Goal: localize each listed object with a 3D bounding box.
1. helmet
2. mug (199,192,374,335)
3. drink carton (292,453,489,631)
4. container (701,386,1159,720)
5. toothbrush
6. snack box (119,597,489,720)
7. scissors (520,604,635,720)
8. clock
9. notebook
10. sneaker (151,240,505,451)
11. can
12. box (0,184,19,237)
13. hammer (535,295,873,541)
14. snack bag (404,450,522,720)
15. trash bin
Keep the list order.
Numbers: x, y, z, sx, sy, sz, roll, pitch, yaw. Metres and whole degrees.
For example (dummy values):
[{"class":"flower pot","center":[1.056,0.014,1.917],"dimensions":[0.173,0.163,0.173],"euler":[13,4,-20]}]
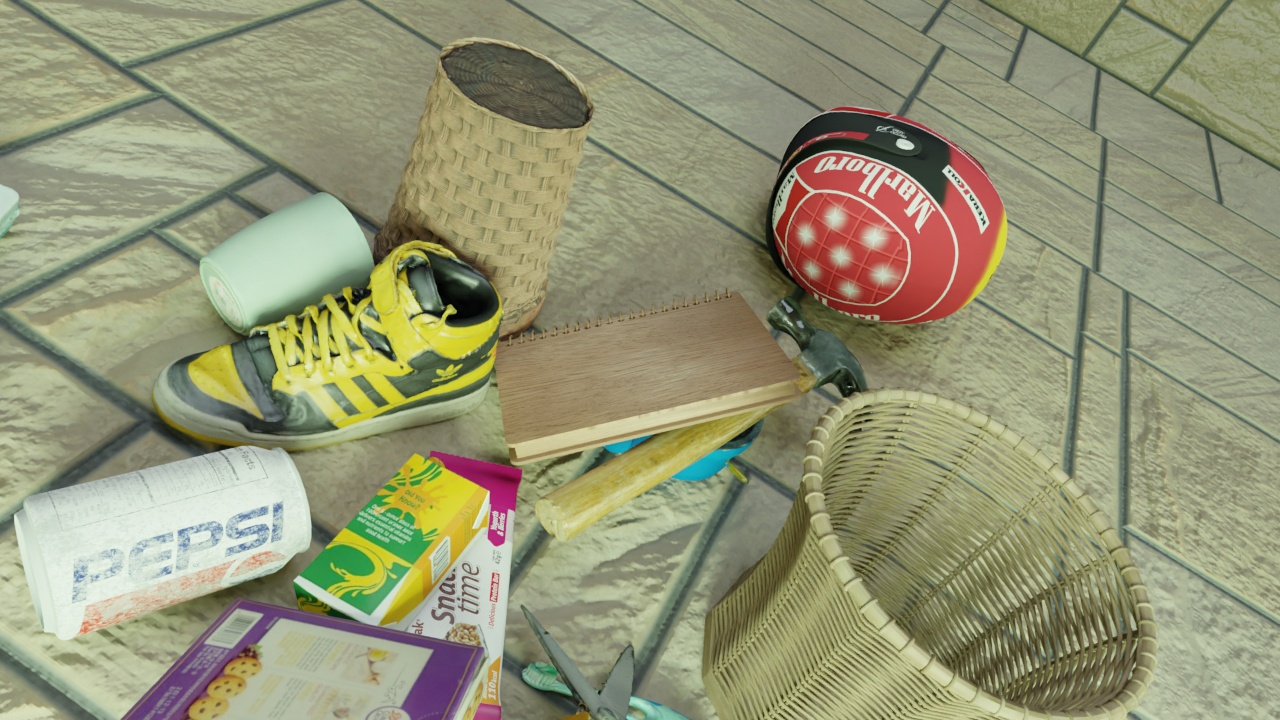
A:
[{"class":"helmet","center":[0.244,-0.151,0.971],"dimensions":[0.271,0.198,0.223],"euler":[33,40,19]},{"class":"mug","center":[-0.277,-0.073,0.698],"dimensions":[0.111,0.084,0.103],"euler":[23,44,39]},{"class":"drink carton","center":[-0.149,0.117,0.573],"dimensions":[0.058,0.041,0.122],"euler":[24,46,14]},{"class":"container","center":[0.164,0.164,0.593],"dimensions":[0.226,0.197,0.226],"euler":[15,42,-14]},{"class":"toothbrush","center":[-0.011,0.219,0.578],"dimensions":[0.135,0.017,0.022],"euler":[23,37,-5]},{"class":"snack box","center":[-0.165,0.183,0.447],"dimensions":[0.148,0.041,0.143],"euler":[10,18,4]},{"class":"scissors","center":[-0.021,0.212,0.502],"dimensions":[0.225,0.016,0.225],"euler":[40,15,35]},{"class":"clock","center":[0.022,0.037,0.757],"dimensions":[0.161,0.060,0.116],"euler":[20,42,-7]},{"class":"notebook","center":[-0.004,0.004,0.706],"dimensions":[0.210,0.022,0.169],"euler":[-13,30,-6]},{"class":"sneaker","center":[-0.202,-0.013,0.635],"dimensions":[0.238,0.122,0.086],"euler":[-7,50,-36]},{"class":"can","center":[-0.265,0.098,0.518],"dimensions":[0.135,0.078,0.078],"euler":[-14,55,-38]},{"class":"box","center":[-0.475,-0.055,0.584],"dimensions":[0.085,0.071,0.198],"euler":[0,43,-3]},{"class":"hammer","center":[0.058,0.050,0.695],"dimensions":[0.329,0.033,0.132],"euler":[-26,67,-39]},{"class":"snack bag","center":[-0.117,0.141,0.603],"dimensions":[0.070,0.016,0.196],"euler":[14,42,-14]},{"class":"trash bin","center":[-0.124,-0.137,0.740],"dimensions":[0.151,0.211,0.151],"euler":[16,41,-15]}]
